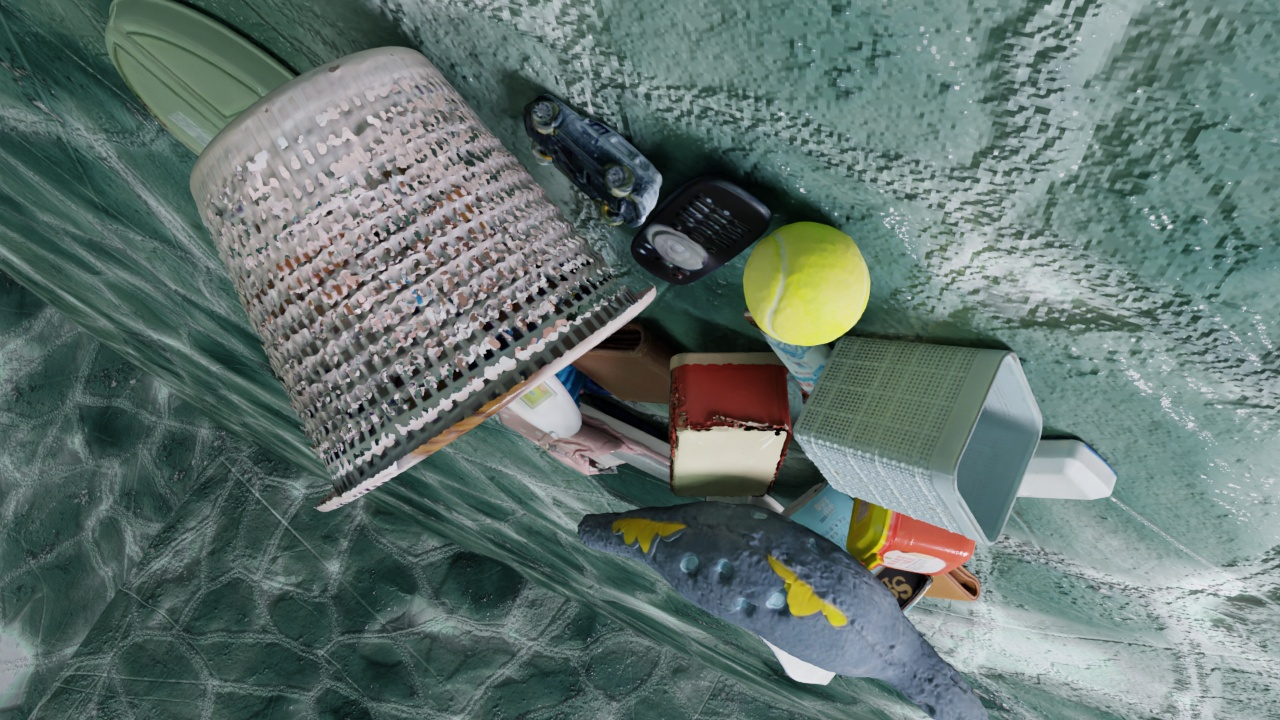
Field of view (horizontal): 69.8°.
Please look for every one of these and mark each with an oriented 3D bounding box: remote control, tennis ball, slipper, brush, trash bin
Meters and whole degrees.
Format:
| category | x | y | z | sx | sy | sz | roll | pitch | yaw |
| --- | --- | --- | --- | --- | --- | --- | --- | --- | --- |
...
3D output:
| category | x | y | z | sx | sy | sz | roll | pitch | yaw |
| --- | --- | --- | --- | --- | --- | --- | --- | --- | --- |
| remote control | 0.245 | 0.072 | 0.609 | 0.049 | 0.024 | 0.125 | 38 | 158 | -23 |
| tennis ball | 0.087 | -0.040 | 0.483 | 0.065 | 0.065 | 0.065 | 25 | 159 | 10 |
| slipper | -0.055 | 0.079 | 0.906 | 0.274 | 0.054 | 0.114 | 23 | 166 | -4 |
| brush | -0.146 | -0.039 | 0.724 | 0.061 | 0.109 | 0.314 | -34 | 121 | 16 |
| remote control | 0.034 | -0.076 | 0.524 | 0.053 | 0.024 | 0.137 | 31 | 161 | -12 |
| brush | -0.107 | -0.061 | 0.669 | 0.063 | 0.073 | 0.145 | 11 | 152 | 40 |
| trash bin | -0.135 | -0.055 | 0.521 | 0.192 | 0.227 | 0.228 | 57 | 155 | -6 |

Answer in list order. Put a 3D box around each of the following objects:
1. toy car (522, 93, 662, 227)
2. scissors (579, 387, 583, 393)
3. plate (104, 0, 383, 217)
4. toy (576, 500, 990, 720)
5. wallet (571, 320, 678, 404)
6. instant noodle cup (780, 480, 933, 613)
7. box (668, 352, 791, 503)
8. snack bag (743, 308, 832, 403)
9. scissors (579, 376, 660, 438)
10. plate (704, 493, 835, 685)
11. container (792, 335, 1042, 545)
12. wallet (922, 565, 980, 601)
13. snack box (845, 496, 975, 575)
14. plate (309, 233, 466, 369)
| category | x | y | z | sx | sy | sz | roll | pitch | yaw |
| --- | --- | --- | --- | --- | --- | --- | --- | --- | --- |
| toy car | -0.027 | -0.111 | 0.504 | 0.090 | 0.034 | 0.043 | 40 | 165 | 8 |
| scissors | -0.094 | 0.022 | 0.906 | 0.093 | 0.017 | 0.137 | 30 | 165 | -2 |
| plate | -0.302 | -0.179 | 0.702 | 0.230 | 0.027 | 0.230 | 25 | 159 | 10 |
| toy | 0.107 | 0.179 | 0.704 | 0.356 | 0.091 | 0.138 | 25 | 145 | 16 |
| wallet | -0.004 | 0.004 | 0.757 | 0.125 | 0.032 | 0.101 | 4 | 152 | 49 |
| instant noodle cup | 0.174 | 0.171 | 0.801 | 0.120 | 0.111 | 0.111 | 52 | 162 | 9 |
| box | 0.062 | 0.061 | 0.698 | 0.091 | 0.076 | 0.168 | 0 | 156 | 1 |
| snack bag | 0.108 | -0.003 | 0.600 | 0.048 | 0.026 | 0.104 | -3 | 145 | 34 |
| scissors | -0.050 | 0.032 | 0.903 | 0.176 | 0.012 | 0.163 | 33 | 160 | -9 |
| plate | 0.136 | 0.208 | 0.883 | 0.046 | 0.204 | 0.205 | -36 | 124 | 18 |
| container | 0.163 | 0.042 | 0.552 | 0.112 | 0.090 | 0.090 | 13 | 154 | 42 |
| wallet | 0.243 | 0.194 | 0.885 | 0.108 | 0.031 | 0.132 | 41 | 151 | -27 |
| snack box | 0.209 | 0.125 | 0.704 | 0.080 | 0.081 | 0.091 | 16 | 157 | 4 |
| plate | -0.222 | -0.055 | 0.891 | 0.229 | 0.028 | 0.230 | 24 | 159 | 10 |
